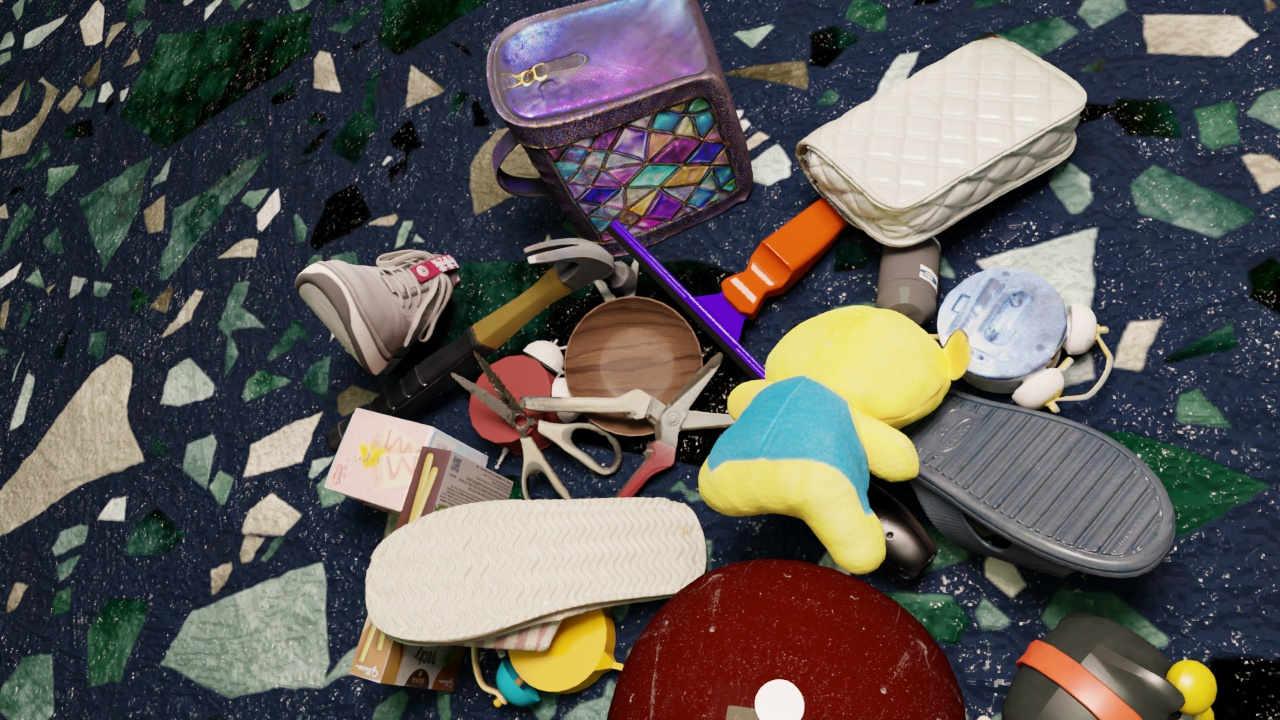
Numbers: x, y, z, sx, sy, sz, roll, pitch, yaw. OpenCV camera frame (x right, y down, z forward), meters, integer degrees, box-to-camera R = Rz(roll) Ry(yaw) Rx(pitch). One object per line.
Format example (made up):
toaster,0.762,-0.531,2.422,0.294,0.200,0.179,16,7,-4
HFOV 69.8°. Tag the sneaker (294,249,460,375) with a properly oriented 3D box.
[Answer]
sneaker,-0.223,-0.058,0.832,0.128,0.263,0.097,-42,90,-7

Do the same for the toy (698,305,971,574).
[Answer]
toy,0.134,0.032,0.636,0.149,0.084,0.213,15,49,35

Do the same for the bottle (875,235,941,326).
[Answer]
bottle,0.215,-0.073,0.731,0.047,0.047,0.112,-1,46,24

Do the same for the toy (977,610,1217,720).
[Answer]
toy,0.271,0.216,0.558,0.119,0.097,0.100,-42,45,-7

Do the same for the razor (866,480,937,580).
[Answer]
razor,0.154,0.104,0.678,0.140,0.063,0.053,39,89,33

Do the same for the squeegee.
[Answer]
squeegee,0.122,-0.087,0.781,0.185,0.055,0.249,-44,76,0

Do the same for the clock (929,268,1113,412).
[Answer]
clock,0.281,-0.014,0.679,0.125,0.052,0.088,33,84,32

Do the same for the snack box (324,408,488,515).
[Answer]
snack box,-0.210,0.101,0.829,0.095,0.093,0.079,11,74,28

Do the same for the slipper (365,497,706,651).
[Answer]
slipper,-0.079,0.167,0.723,0.262,0.052,0.115,-7,65,-10

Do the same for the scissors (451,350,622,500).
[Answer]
scissors,-0.096,0.069,0.792,0.163,0.012,0.153,9,93,-4

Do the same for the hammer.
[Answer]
hammer,-0.164,-0.006,0.845,0.334,0.117,0.025,-34,62,17

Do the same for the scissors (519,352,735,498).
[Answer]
scissors,-0.014,0.059,0.773,0.179,0.015,0.199,31,94,3

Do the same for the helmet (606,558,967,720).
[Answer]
helmet,0.081,0.246,0.578,0.233,0.254,0.233,15,67,19

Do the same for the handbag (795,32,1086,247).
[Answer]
handbag,0.239,-0.174,0.733,0.194,0.072,0.138,-29,51,-6

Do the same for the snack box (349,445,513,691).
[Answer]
snack box,-0.171,0.177,0.774,0.032,0.101,0.185,6,71,26

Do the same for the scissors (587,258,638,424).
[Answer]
scissors,-0.022,-0.021,0.843,0.141,0.014,0.165,33,86,29

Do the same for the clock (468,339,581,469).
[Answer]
clock,-0.101,0.035,0.837,0.124,0.044,0.087,-36,58,7

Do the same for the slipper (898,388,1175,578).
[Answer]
slipper,0.241,0.083,0.645,0.101,0.082,0.264,-40,37,-18

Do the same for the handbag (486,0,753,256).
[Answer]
handbag,-0.027,-0.203,0.816,0.222,0.205,0.125,-18,62,10

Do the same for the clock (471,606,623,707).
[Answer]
clock,-0.077,0.227,0.746,0.130,0.044,0.099,-11,64,12

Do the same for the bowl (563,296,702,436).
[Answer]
bowl,-0.005,0.005,0.796,0.119,0.032,0.119,0,92,7
